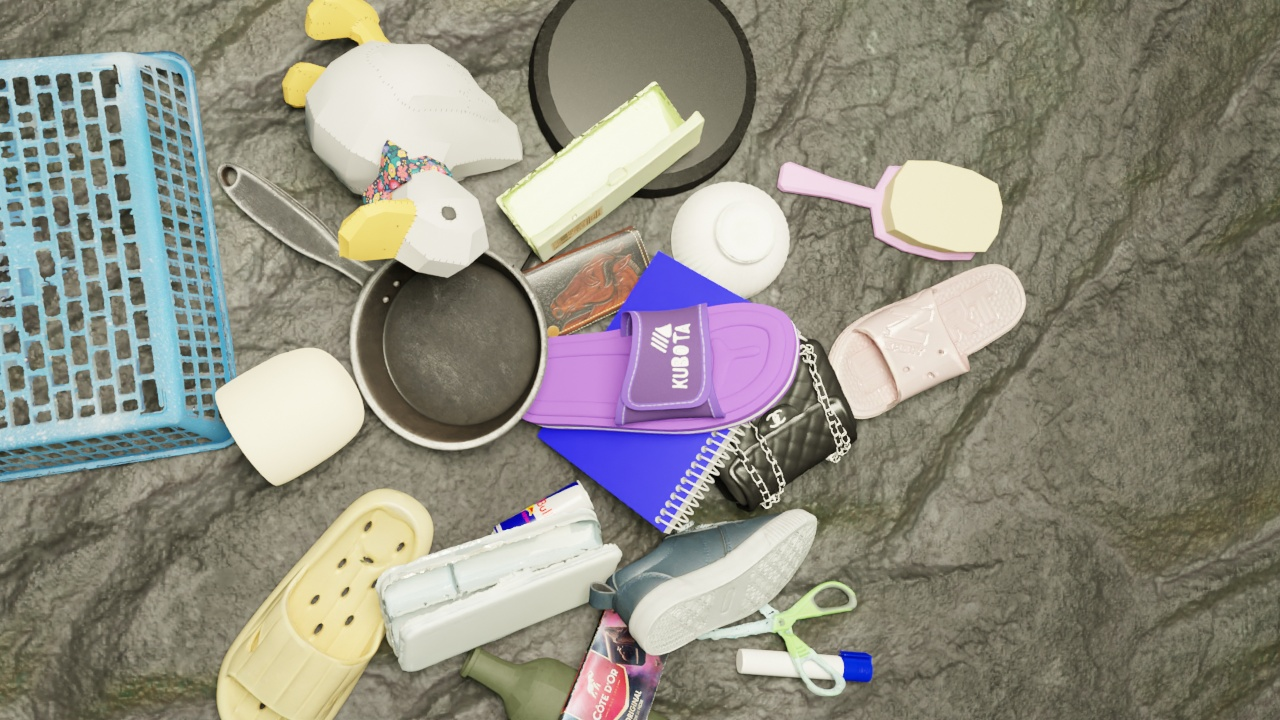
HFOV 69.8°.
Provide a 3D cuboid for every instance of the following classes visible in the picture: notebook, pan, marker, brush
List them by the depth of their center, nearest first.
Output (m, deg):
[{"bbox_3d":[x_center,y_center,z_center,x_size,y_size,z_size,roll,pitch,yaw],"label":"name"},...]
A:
[{"bbox_3d":[-0.236,-0.066,0.825,0.357,0.055,0.187,38,101,8],"label":"pan"},{"bbox_3d":[0.025,0.026,0.829,0.172,0.022,0.209,33,90,30],"label":"notebook"},{"bbox_3d":[-0.027,-0.216,0.884,0.225,0.034,0.356,31,82,-8],"label":"pan"},{"bbox_3d":[0.161,0.298,0.902,0.133,0.023,0.027,7,87,-10],"label":"marker"},{"bbox_3d":[0.252,-0.163,0.925,0.228,0.043,0.089,12,86,-10],"label":"brush"}]

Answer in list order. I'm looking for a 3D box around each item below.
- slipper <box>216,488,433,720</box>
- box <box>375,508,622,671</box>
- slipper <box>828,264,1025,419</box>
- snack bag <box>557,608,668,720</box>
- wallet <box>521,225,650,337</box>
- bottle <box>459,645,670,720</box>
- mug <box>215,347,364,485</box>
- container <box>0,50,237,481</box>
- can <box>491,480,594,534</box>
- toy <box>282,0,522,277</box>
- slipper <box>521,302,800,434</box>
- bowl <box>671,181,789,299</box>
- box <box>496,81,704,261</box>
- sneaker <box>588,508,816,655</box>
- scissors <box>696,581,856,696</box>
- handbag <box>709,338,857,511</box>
[{"bbox_3d":[-0.279,0.230,0.802,0.111,0.079,0.261,34,82,-4],"label":"slipper"},{"bbox_3d":[-0.128,0.199,0.823,0.215,0.123,0.083,-15,59,-28],"label":"box"},{"bbox_3d":[0.292,-0.026,0.917,0.239,0.064,0.094,-29,93,-11],"label":"slipper"},{"bbox_3d":[-0.016,0.278,0.835,0.074,0.018,0.154,31,50,-8],"label":"snack bag"},{"bbox_3d":[-0.049,-0.073,0.873,0.123,0.019,0.072,-25,111,-10],"label":"wallet"},{"bbox_3d":[-0.067,0.320,0.838,0.207,0.071,0.071,31,83,-8],"label":"bottle"},{"bbox_3d":[-0.301,0.034,0.801,0.099,0.096,0.120,-32,53,-12],"label":"mug"},{"bbox_3d":[-0.498,-0.085,0.768,0.257,0.089,0.362,-8,89,-10],"label":"container"},{"bbox_3d":[-0.091,0.148,0.859,0.095,0.032,0.032,-29,93,-10],"label":"can"},{"bbox_3d":[-0.194,-0.183,0.779,0.267,0.141,0.246,50,38,15],"label":"toy"},{"bbox_3d":[-0.005,0.005,0.784,0.267,0.084,0.107,-6,73,23],"label":"slipper"},{"bbox_3d":[0.093,-0.119,0.886,0.118,0.062,0.118,0,88,-10],"label":"bowl"},{"bbox_3d":[-0.039,-0.177,0.831,0.188,0.091,0.083,-38,82,-5],"label":"box"},{"bbox_3d":[0.064,0.189,0.853,0.235,0.087,0.089,-17,129,-35],"label":"sneaker"},{"bbox_3d":[0.138,0.261,0.889,0.171,0.025,0.159,-9,77,-14],"label":"scissors"},{"bbox_3d":[0.129,0.063,0.860,0.153,0.115,0.125,-33,94,-13],"label":"handbag"}]
